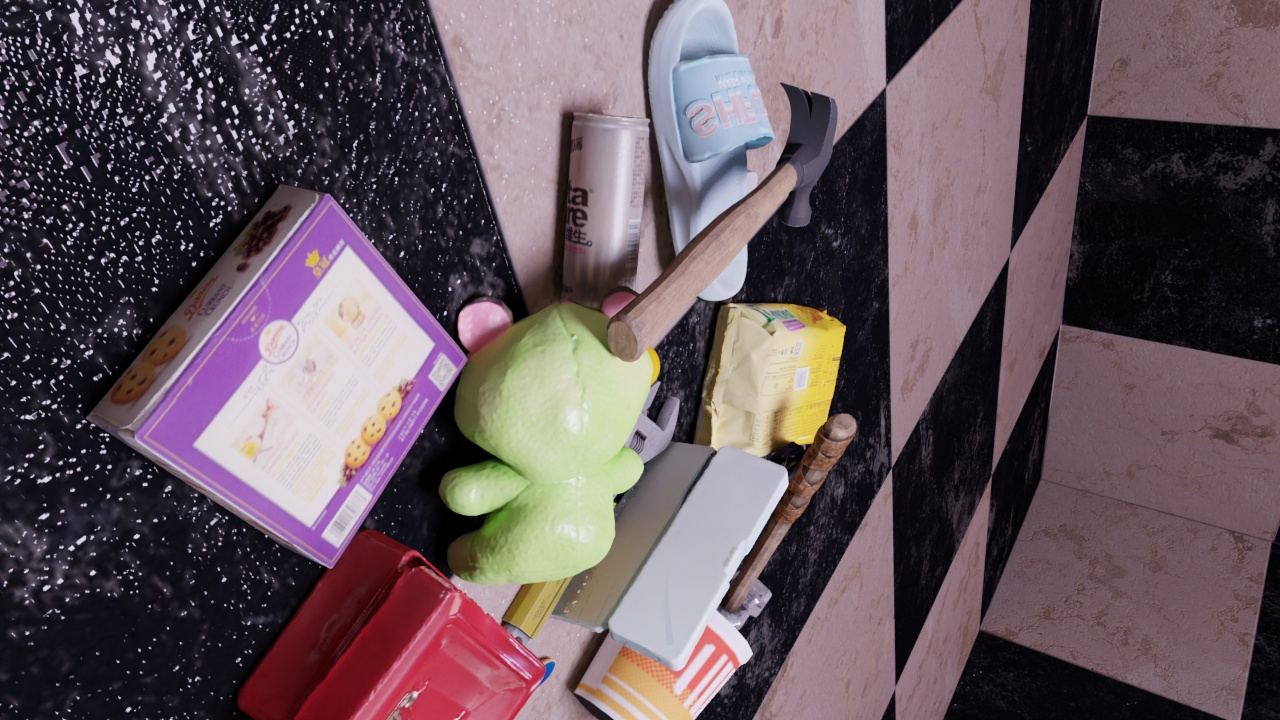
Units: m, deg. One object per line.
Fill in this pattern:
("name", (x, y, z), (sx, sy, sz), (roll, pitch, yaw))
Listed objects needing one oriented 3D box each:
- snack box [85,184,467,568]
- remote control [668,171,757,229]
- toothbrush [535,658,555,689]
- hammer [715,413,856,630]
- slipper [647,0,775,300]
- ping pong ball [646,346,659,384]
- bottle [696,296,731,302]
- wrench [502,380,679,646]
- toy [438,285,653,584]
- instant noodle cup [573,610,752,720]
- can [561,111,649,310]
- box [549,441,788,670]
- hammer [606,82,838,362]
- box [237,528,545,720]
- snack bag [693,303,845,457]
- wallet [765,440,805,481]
("snack box", (-0.173, 0.012, 0.474), (0.143, 0.041, 0.148), (-60, 146, -23))
("remote control", (0.067, -0.144, 0.820), (0.146, 0.008, 0.045), (-20, 119, -53))
("toothbrush", (-0.105, 0.257, 0.710), (0.134, 0.017, 0.021), (-4, 109, -57))
("hammer", (0.133, 0.175, 0.921), (0.121, 0.049, 0.320), (-26, 147, -46))
("slipper", (0.067, -0.166, 0.733), (0.103, 0.074, 0.246), (-33, 122, -50))
("ping pong ball", (-0.004, 0.004, 0.739), (0.040, 0.040, 0.040), (-30, 127, -50))
("bottle", (0.057, -0.066, 0.821), (0.106, 0.025, 0.025), (19, 87, -59))
("wrench", (-0.041, 0.128, 0.755), (0.272, 0.018, 0.084), (-58, 145, -25))
("toy", (-0.057, 0.055, 0.603), (0.150, 0.107, 0.197), (-2, 108, -25))
("instant noodle cup", (0.014, 0.276, 0.820), (0.120, 0.123, 0.123), (-50, 141, -23))
("can", (-0.026, -0.103, 0.646), (0.054, 0.054, 0.136), (-19, 118, -54))
("box", (0.024, 0.146, 0.752), (0.196, 0.135, 0.041), (-51, 143, -34))
("hammer", (0.067, -0.098, 0.661), (0.304, 0.040, 0.132), (-47, 152, -42))
("box", (-0.145, 0.197, 0.561), (0.129, 0.093, 0.158), (-56, 147, -25))
("snack bag", (0.143, 0.022, 0.955), (0.246, 0.068, 0.160), (-6, 107, -57))
("wallet", (0.122, 0.127, 0.939), (0.115, 0.026, 0.089), (-36, 163, 10))
